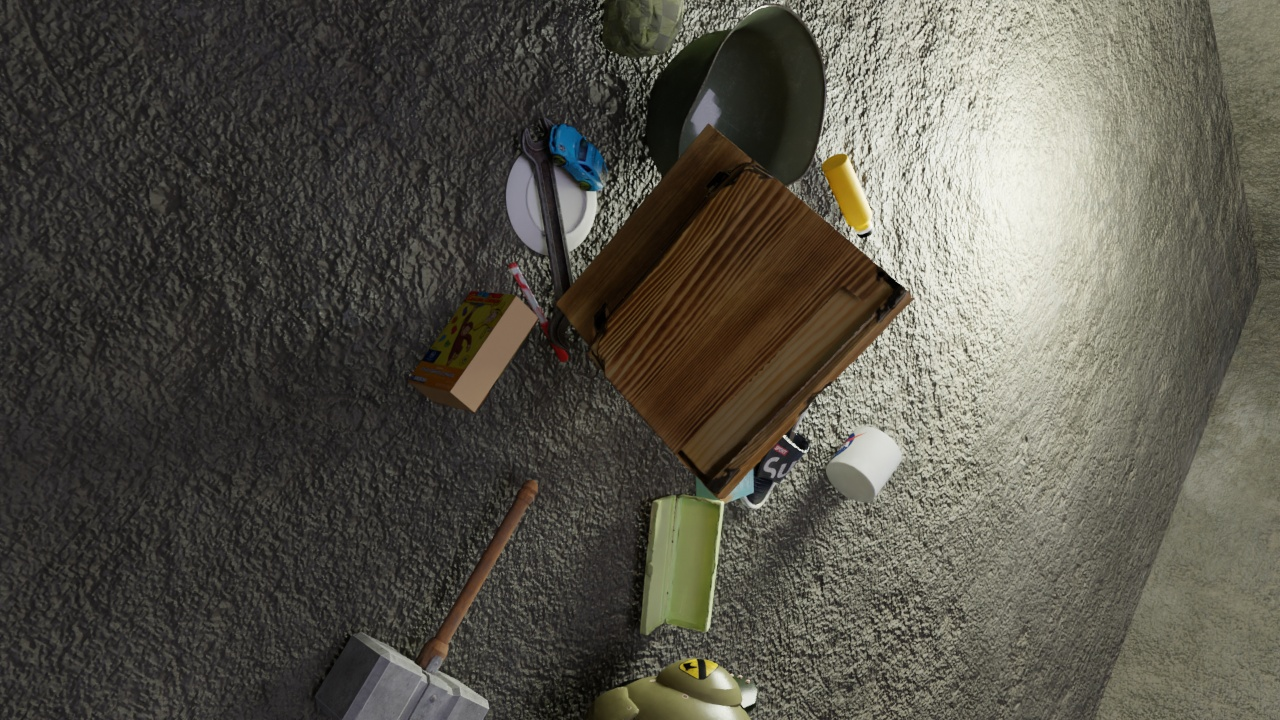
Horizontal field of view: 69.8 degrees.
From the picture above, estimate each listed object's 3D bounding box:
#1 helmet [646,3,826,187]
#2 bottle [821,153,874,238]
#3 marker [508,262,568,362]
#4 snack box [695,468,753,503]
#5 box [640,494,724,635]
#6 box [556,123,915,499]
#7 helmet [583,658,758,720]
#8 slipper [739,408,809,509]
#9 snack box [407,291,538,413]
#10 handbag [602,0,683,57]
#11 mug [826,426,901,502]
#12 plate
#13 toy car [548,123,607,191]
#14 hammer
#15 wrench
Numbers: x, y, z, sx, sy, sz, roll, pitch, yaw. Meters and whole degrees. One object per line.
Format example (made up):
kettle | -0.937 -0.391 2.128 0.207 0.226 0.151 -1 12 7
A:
helmet | 0.097 -0.306 1.161 0.227 0.154 0.267 33 78 -44
bottle | 0.335 -0.259 1.463 0.043 0.043 0.144 -51 126 -25
marker | -0.121 -0.057 1.097 0.012 0.013 0.142 -44 123 -29
snack box | 0.120 0.114 1.315 0.074 0.053 0.175 -12 106 -41
box | 0.061 0.284 1.265 0.097 0.082 0.188 -8 103 -68
box | 0.114 -0.044 1.012 0.279 0.336 0.286 -47 142 13
helmet | 0.029 0.497 1.135 0.232 0.256 0.250 -1 95 -46
slipper | 0.220 0.106 1.372 0.111 0.063 0.264 21 93 -49
snack box | -0.182 -0.012 0.996 0.040 0.088 0.125 47 65 -36
handbag | -0.009 -0.456 1.076 0.116 0.113 0.186 5 93 -35
mug | 0.371 0.182 1.539 0.089 0.091 0.121 -45 156 -29
plate | -0.101 -0.193 1.095 0.134 0.011 0.134 -7 101 -42
toy car | -0.069 -0.238 1.080 0.105 0.032 0.048 37 57 -52
hammer | -0.199 0.272 1.025 0.162 0.083 0.317 44 67 -37
wrench | -0.100 -0.146 1.086 0.069 0.010 0.273 -22 110 -40
